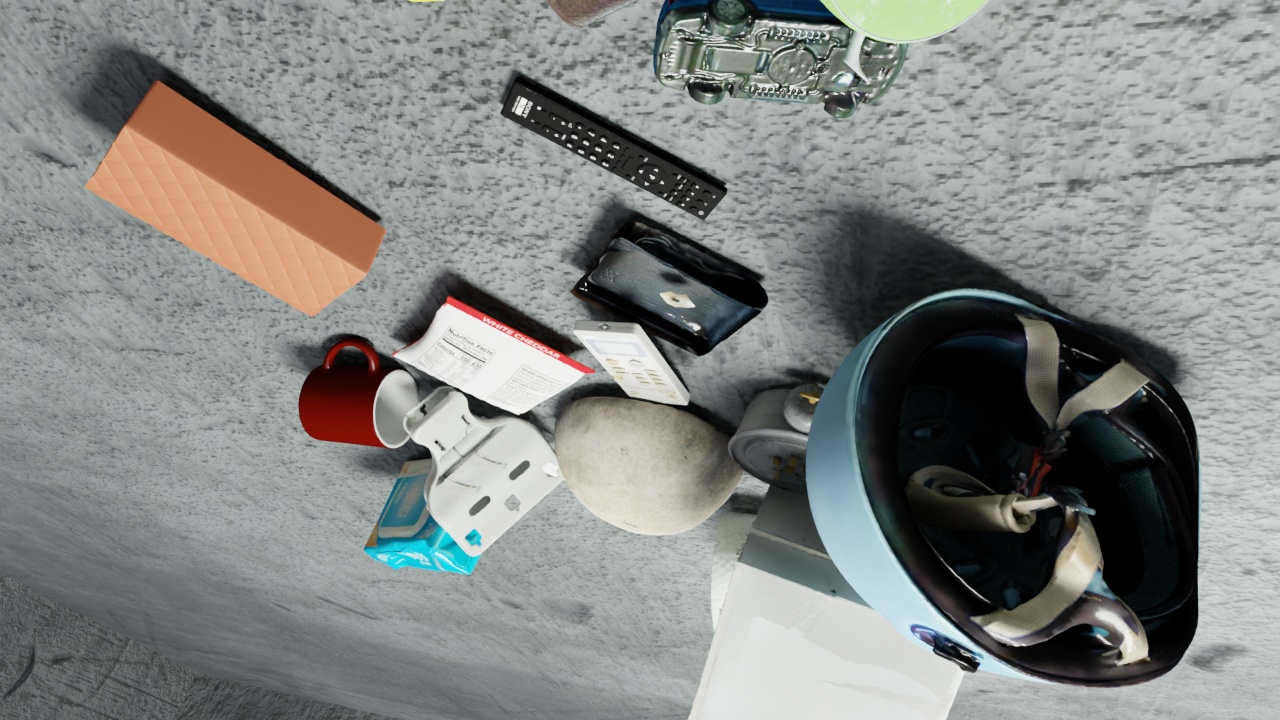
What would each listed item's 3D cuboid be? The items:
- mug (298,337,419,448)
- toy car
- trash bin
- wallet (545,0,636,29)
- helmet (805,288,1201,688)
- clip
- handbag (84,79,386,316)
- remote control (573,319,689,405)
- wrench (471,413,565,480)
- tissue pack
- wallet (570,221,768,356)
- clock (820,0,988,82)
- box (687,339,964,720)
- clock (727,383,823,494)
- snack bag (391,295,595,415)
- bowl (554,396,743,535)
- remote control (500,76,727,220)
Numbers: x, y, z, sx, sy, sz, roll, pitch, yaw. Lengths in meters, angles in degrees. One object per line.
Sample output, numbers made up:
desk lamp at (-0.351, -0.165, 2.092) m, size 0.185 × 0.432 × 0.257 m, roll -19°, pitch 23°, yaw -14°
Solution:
mug at (-0.263, 0.027, 0.849) m, size 0.083 × 0.073 × 0.106 m, roll 4°, pitch 117°, yaw 20°
toy car at (0.066, -0.152, 0.433) m, size 0.120 × 0.043 × 0.056 m, roll 4°, pitch 149°, yaw -8°
trash bin at (0.161, 0.214, 0.879) m, size 0.161 × 0.133 × 0.133 m, roll -1°, pitch 144°, yaw 18°
wallet at (-0.024, -0.211, 0.403) m, size 0.100 × 0.031 × 0.120 m, roll -13°, pitch 136°, yaw 34°
helmet at (0.206, 0.083, 0.567) m, size 0.265 × 0.225 × 0.167 m, roll 28°, pitch 153°, yaw -19°
clip at (-0.153, 0.092, 0.847) m, size 0.144 × 0.124 × 0.075 m, roll 51°, pitch 164°, yaw -16°
handbag at (-0.284, -0.107, 0.650) m, size 0.172 × 0.060 × 0.109 m, roll 34°, pitch 139°, yaw -30°
remote control at (-0.004, 0.004, 0.710) m, size 0.050 × 0.011 × 0.136 m, roll 4°, pitch 157°, yaw 22°
wrench at (-0.083, 0.109, 0.931) m, size 0.273 × 0.018 × 0.066 m, roll 23°, pitch 148°, yaw -12°
tissue pack at (-0.216, 0.160, 0.957) m, size 0.066 × 0.116 × 0.210 m, roll 35°, pitch 151°, yaw -27°
wallet at (0.019, -0.048, 0.632) m, size 0.115 × 0.026 × 0.089 m, roll 26°, pitch 149°, yaw -14°
clock at (0.109, -0.175, 0.359) m, size 0.094 × 0.042 × 0.120 m, roll 31°, pitch 116°, yaw -23°
box at (0.173, 0.153, 0.744) m, size 0.167 × 0.378 × 0.172 m, roll 19°, pitch 135°, yaw 12°
clock at (0.125, 0.060, 0.719) m, size 0.104 × 0.056 × 0.148 m, roll 16°, pitch 151°, yaw 8°
snack bag at (-0.128, 0.004, 0.767) m, size 0.130 × 0.039 × 0.144 m, roll 28°, pitch 150°, yaw -22°
bowl at (-0.001, 0.108, 0.823) m, size 0.178 × 0.081 × 0.179 m, roll 14°, pitch 151°, yaw 8°
remote control at (-0.015, -0.124, 0.547) m, size 0.140 × 0.009 × 0.030 m, roll 25°, pitch 147°, yaw -13°
